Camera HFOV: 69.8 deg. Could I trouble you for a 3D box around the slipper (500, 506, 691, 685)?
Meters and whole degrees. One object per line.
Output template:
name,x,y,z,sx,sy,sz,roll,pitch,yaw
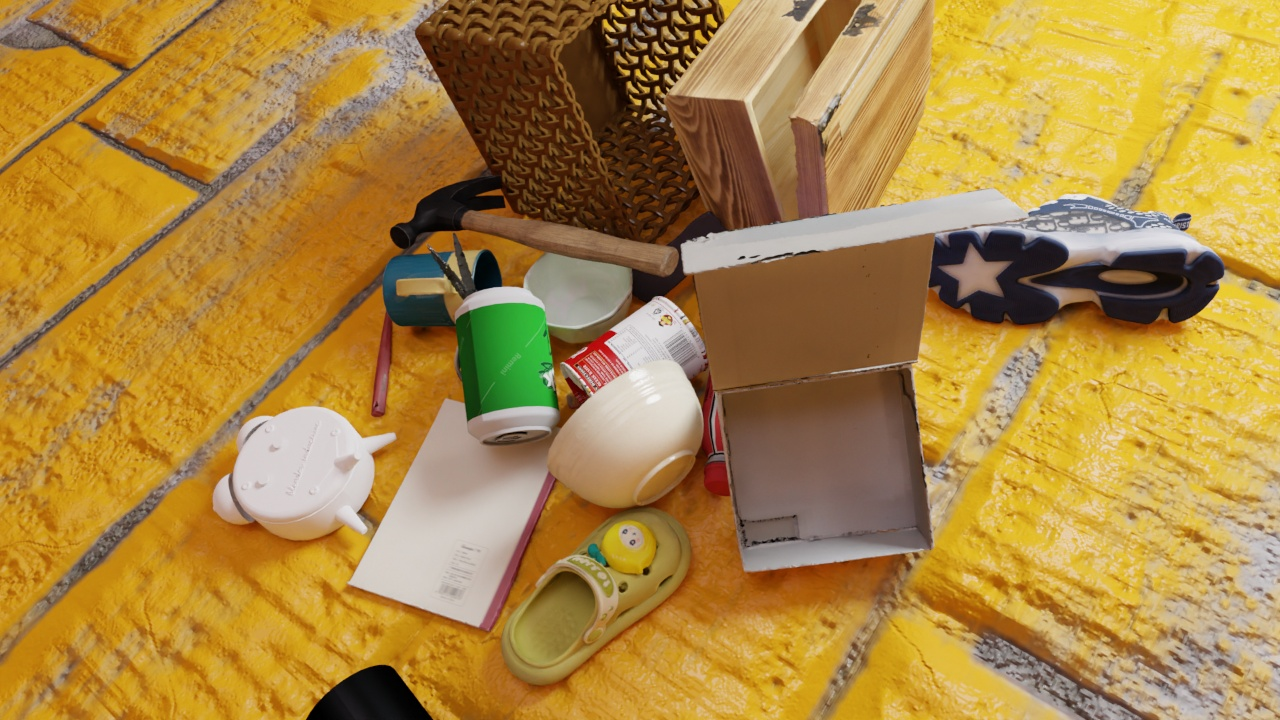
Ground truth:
slipper,-0.045,0.191,0.782,0.190,0.082,0.091,-40,56,-13

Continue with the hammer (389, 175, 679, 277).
hammer,-0.101,-0.133,0.953,0.306,0.040,0.132,15,40,25

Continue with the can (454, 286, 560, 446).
can,-0.128,0.007,0.881,0.088,0.088,0.139,-11,75,4

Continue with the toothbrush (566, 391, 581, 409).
toothbrush,0.012,0.010,0.931,0.184,0.016,0.015,-20,62,-5

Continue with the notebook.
notebook,-0.167,0.141,0.881,0.153,0.012,0.208,13,60,18

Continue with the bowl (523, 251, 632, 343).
bowl,-0.060,-0.064,0.967,0.117,0.061,0.117,-6,55,8

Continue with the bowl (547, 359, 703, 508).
bowl,0.000,0.079,0.811,0.150,0.151,0.075,-34,65,-12

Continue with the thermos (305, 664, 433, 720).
thermos,-0.170,0.336,0.703,0.086,0.086,0.198,-41,59,-17

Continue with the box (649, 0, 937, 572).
box,0.127,-0.043,0.688,0.166,0.479,0.119,-9,31,5

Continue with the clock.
clock,-0.335,0.106,0.899,0.161,0.073,0.125,2,57,12

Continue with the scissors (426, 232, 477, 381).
scissors,-0.158,-0.048,0.937,0.154,0.163,0.012,9,14,-19

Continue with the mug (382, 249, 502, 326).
mug,-0.217,-0.078,0.978,0.107,0.113,0.083,1,92,13

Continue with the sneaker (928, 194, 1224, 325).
sneaker,0.407,-0.114,0.900,0.270,0.103,0.132,4,43,14

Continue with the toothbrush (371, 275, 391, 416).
toothbrush,-0.282,-0.022,1.010,0.016,0.016,0.189,-8,55,5

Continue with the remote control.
remote control,0.039,-0.105,0.963,0.125,0.046,0.009,-35,11,23

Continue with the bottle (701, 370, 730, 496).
bottle,0.090,0.042,0.864,0.062,0.062,0.176,5,58,14

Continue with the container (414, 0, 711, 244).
container,-0.051,-0.297,0.983,0.214,0.252,0.219,24,63,38

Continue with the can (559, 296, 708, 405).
can,-0.005,0.005,0.880,0.116,0.087,0.086,-35,57,-13

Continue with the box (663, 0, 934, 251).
box,0.184,-0.252,0.939,0.168,0.245,0.278,16,60,31
